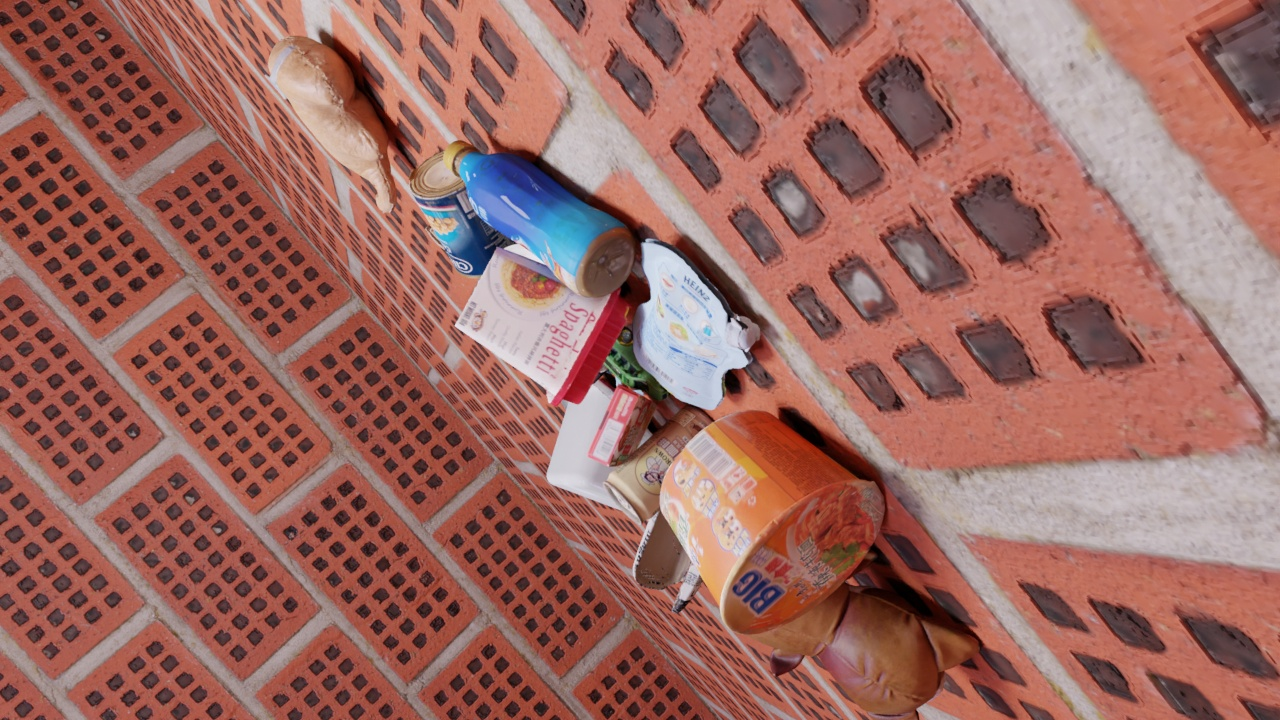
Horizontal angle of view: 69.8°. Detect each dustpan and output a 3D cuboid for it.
[{"bbox_3d":[-0.010,0.112,1.136,0.257,0.142,0.223,22,168,-17],"label":"dustpan"}]

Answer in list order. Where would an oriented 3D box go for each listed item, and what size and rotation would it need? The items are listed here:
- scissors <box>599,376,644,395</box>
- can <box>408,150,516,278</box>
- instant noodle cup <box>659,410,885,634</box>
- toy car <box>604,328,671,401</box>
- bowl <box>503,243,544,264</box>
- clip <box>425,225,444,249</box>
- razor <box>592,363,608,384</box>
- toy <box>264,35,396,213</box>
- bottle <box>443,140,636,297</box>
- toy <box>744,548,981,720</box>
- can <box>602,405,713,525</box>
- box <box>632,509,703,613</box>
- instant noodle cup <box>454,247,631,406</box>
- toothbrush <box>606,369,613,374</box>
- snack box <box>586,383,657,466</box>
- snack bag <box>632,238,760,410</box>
[{"bbox_3d":[-0.016,0.048,1.064,0.113,0.017,0.134,53,160,-11],"label":"scissors"},{"bbox_3d":[-0.174,-0.147,0.914,0.075,0.075,0.111,37,160,38],"label":"can"},{"bbox_3d":[0.093,0.117,0.706,0.111,0.151,0.151,47,167,40],"label":"instant noodle cup"},{"bbox_3d":[-0.005,0.005,0.897,0.091,0.036,0.043,40,161,17],"label":"toy car"},{"bbox_3d":[-0.099,-0.058,0.912,0.113,0.114,0.062,42,-155,25],"label":"bowl"},{"bbox_3d":[-0.224,-0.139,1.151,0.072,0.034,0.100,25,156,54],"label":"clip"},{"bbox_3d":[-0.094,-0.048,0.979,0.167,0.062,0.067,52,-164,10],"label":"razor"},{"bbox_3d":[-0.346,-0.275,1.071,0.143,0.082,0.226,48,169,37],"label":"toy"},{"bbox_3d":[-0.094,-0.129,0.762,0.219,0.065,0.065,39,162,34],"label":"bottle"},{"bbox_3d":[0.175,0.226,0.783,0.200,0.130,0.140,30,119,24],"label":"toy"},{"bbox_3d":[0.024,0.100,0.888,0.058,0.116,0.059,45,164,16],"label":"can"},{"bbox_3d":[0.043,0.173,0.946,0.088,0.163,0.076,23,-163,14],"label":"box"},{"bbox_3d":[-0.087,-0.036,0.798,0.124,0.116,0.116,28,-178,-10],"label":"instant noodle cup"},{"bbox_3d":[-0.088,-0.040,1.040,0.191,0.018,0.016,40,162,29],"label":"toothbrush"},{"bbox_3d":[-0.016,0.068,0.923,0.025,0.075,0.153,24,177,9],"label":"snack box"},{"bbox_3d":[0.036,-0.022,0.715,0.110,0.038,0.191,51,164,11],"label":"snack bag"}]
